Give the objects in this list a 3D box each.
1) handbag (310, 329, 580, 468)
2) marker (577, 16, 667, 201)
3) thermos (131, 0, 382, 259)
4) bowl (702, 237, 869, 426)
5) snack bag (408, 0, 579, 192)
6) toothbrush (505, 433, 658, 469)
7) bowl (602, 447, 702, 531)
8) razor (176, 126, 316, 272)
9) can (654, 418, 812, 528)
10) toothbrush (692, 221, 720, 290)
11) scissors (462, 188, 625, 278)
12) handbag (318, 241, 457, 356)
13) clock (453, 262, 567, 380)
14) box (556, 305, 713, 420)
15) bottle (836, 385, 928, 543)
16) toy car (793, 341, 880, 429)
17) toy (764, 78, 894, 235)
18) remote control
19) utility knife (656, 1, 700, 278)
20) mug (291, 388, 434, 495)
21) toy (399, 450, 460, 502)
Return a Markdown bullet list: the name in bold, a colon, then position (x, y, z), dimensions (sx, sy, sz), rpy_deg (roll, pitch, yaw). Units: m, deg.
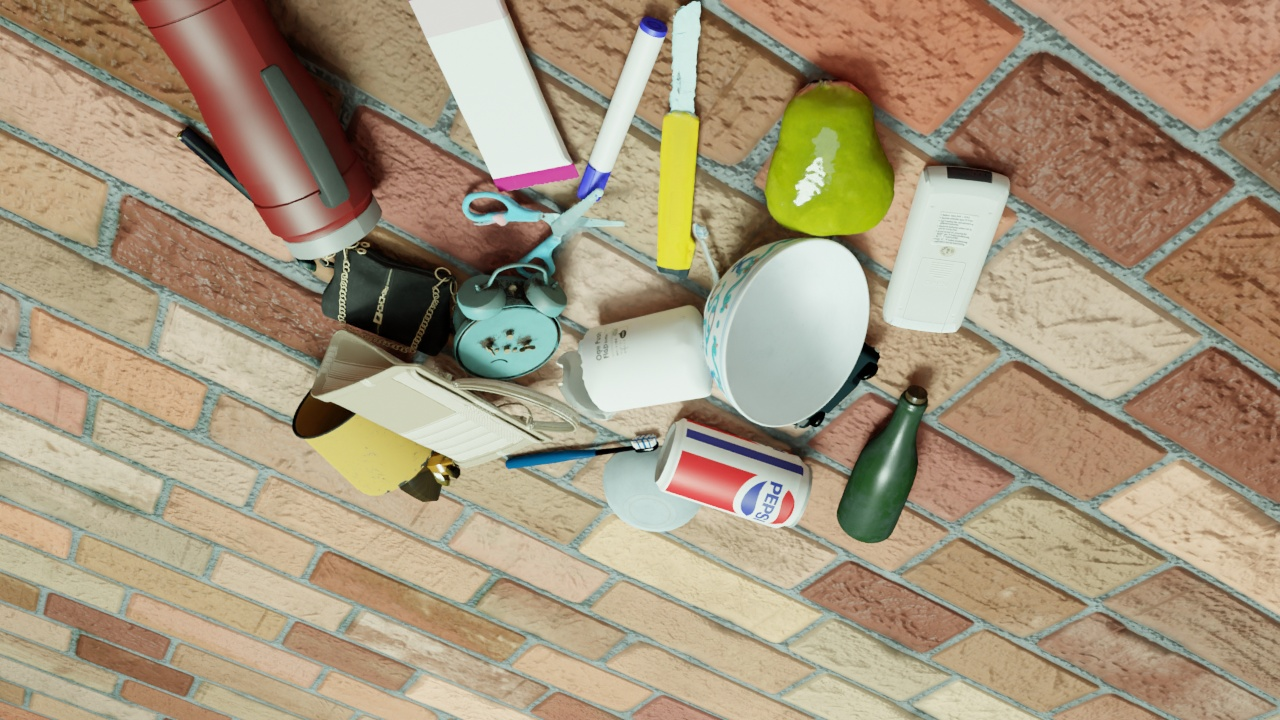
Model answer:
- **handbag**: position (-0.137, 0.039, 0.760), dimensions (0.198, 0.062, 0.175), rpy_deg (1, 156, 37)
- **marker**: position (-0.015, -0.171, 0.643), dimensions (0.020, 0.020, 0.142), rpy_deg (20, 133, -7)
- **thermos**: position (-0.256, -0.170, 0.643), dimensions (0.108, 0.083, 0.199), rpy_deg (24, 145, 45)
- **bowl**: position (0.096, -0.030, 0.699), dimensions (0.074, 0.143, 0.144), rpy_deg (29, 155, 50)
- **snack bag**: position (-0.107, -0.205, 0.634), dimensions (0.070, 0.016, 0.197), rpy_deg (-5, 131, 22)
- **toothbrush**: position (-0.060, 0.091, 0.901), dimensions (0.168, 0.014, 0.014), rpy_deg (-10, 119, 22)
- **bowl**: position (0.012, 0.135, 0.909), dimensions (0.106, 0.039, 0.106), rpy_deg (6, 133, 6)
- **razor**: position (-0.313, -0.131, 0.745), dimensions (0.022, 0.043, 0.144), rpy_deg (-44, 116, -9)
- **can**: position (0.085, 0.105, 0.845), dimensions (0.132, 0.070, 0.070), rpy_deg (19, 133, -6)
- **toothbrush**: position (0.074, -0.038, 0.748), dimensions (0.024, 0.022, 0.186), rpy_deg (21, 147, 45)
- **scissors**: position (-0.069, -0.095, 0.718), dimensions (0.141, 0.015, 0.111), rpy_deg (9, 141, 23)
- **handbag**: position (-0.211, -0.057, 0.778), dimensions (0.128, 0.054, 0.079), rpy_deg (20, 122, -3)
- **clock**: position (-0.109, -0.036, 0.748), dimensions (0.090, 0.053, 0.124), rpy_deg (-3, 139, -25)
- **box**: position (-0.006, 0.007, 0.770), dimensions (0.143, 0.080, 0.089), rpy_deg (-10, 144, 22)
- **bottle**: position (0.221, 0.090, 0.814), dimensions (0.055, 0.055, 0.174), rpy_deg (10, 132, 3)
- **toy car**: position (0.154, 0.017, 0.773), dimensions (0.046, 0.034, 0.112), rpy_deg (26, 133, -12)
- **toy**: position (0.130, -0.136, 0.625), dimensions (0.090, 0.051, 0.110), rpy_deg (1, 130, 8)
- **remote control**: position (0.222, -0.078, 0.676), dimensions (0.060, 0.025, 0.139), rpy_deg (8, 131, 5)
- **utility knife**: position (0.029, -0.147, 0.659), dimensions (0.030, 0.019, 0.224), rpy_deg (3, 138, 1)
- **mug**: position (-0.260, 0.060, 0.867), dimensions (0.124, 0.100, 0.094), rpy_deg (20, 151, 49)
- **toy**: position (-0.209, 0.103, 0.913), dimensions (0.100, 0.062, 0.076), rpy_deg (-13, 93, 40)
